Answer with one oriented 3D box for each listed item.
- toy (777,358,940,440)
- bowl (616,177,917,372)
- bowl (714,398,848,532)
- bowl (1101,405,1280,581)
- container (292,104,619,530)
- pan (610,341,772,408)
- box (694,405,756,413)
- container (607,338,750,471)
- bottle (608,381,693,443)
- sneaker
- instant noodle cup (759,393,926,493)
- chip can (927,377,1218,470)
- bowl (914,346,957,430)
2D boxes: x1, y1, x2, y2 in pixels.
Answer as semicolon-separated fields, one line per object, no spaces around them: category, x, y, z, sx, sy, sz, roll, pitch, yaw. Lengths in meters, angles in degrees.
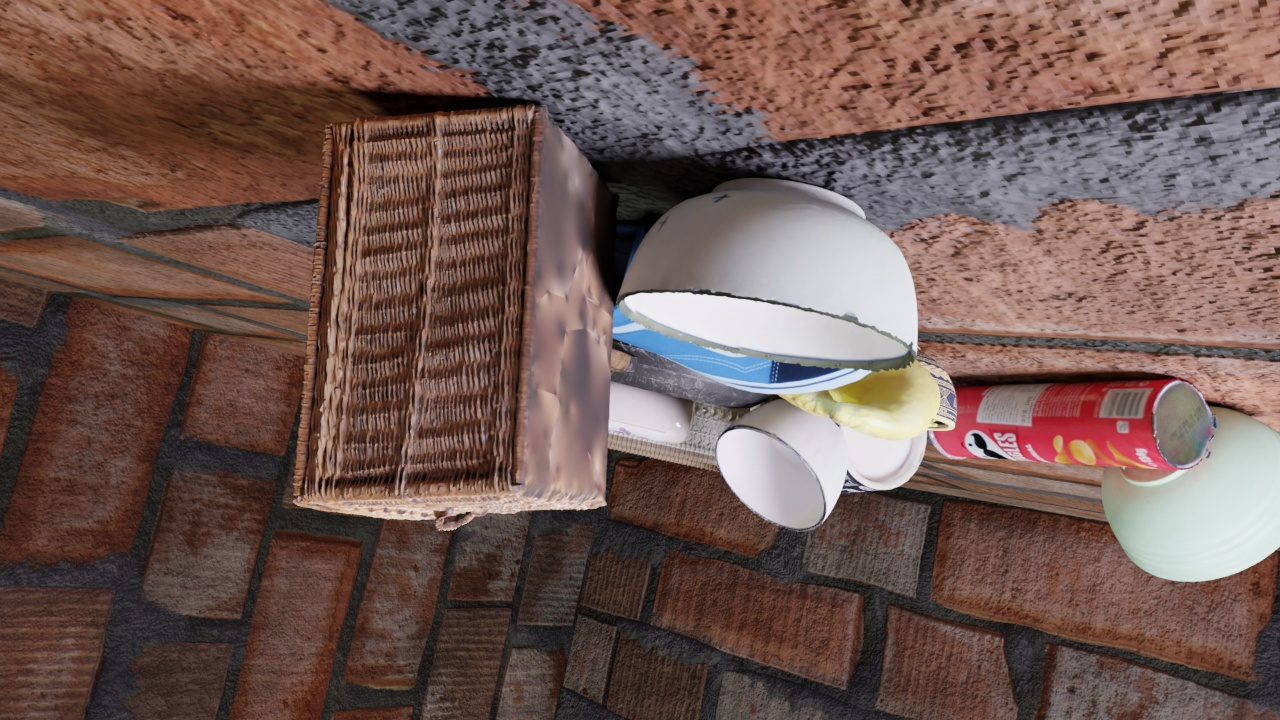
toy;0.140;0.005;0.664;0.170;0.065;0.154;29;-152;30
bowl;0.069;-0.046;0.475;0.153;0.073;0.153;11;173;1
bowl;0.129;0.085;0.801;0.116;0.065;0.116;31;144;26
bowl;0.433;0.092;0.731;0.077;0.150;0.151;40;164;-16
container;-0.083;-0.017;0.453;0.113;0.198;0.113;-3;167;18
pan;-0.004;0.005;0.760;0.208;0.040;0.356;14;-178;22
box;0.062;0.065;1.244;0.117;0.050;0.206;-13;-178;-21
container;0.007;0.050;1.016;0.246;0.142;0.185;13;173;-7
bottle;-0.023;0.044;0.897;0.146;0.051;0.051;13;173;-2
sneaker;0.036;-0.036;0.573;0.241;0.083;0.098;13;173;12
instant noodle cup;0.197;0.069;0.877;0.137;0.137;0.112;15;172;-25
chip can;0.349;0.052;0.770;0.073;0.073;0.233;15;171;-23
bowl;0.206;0.016;0.759;0.112;0.061;0.112;12;173;1
